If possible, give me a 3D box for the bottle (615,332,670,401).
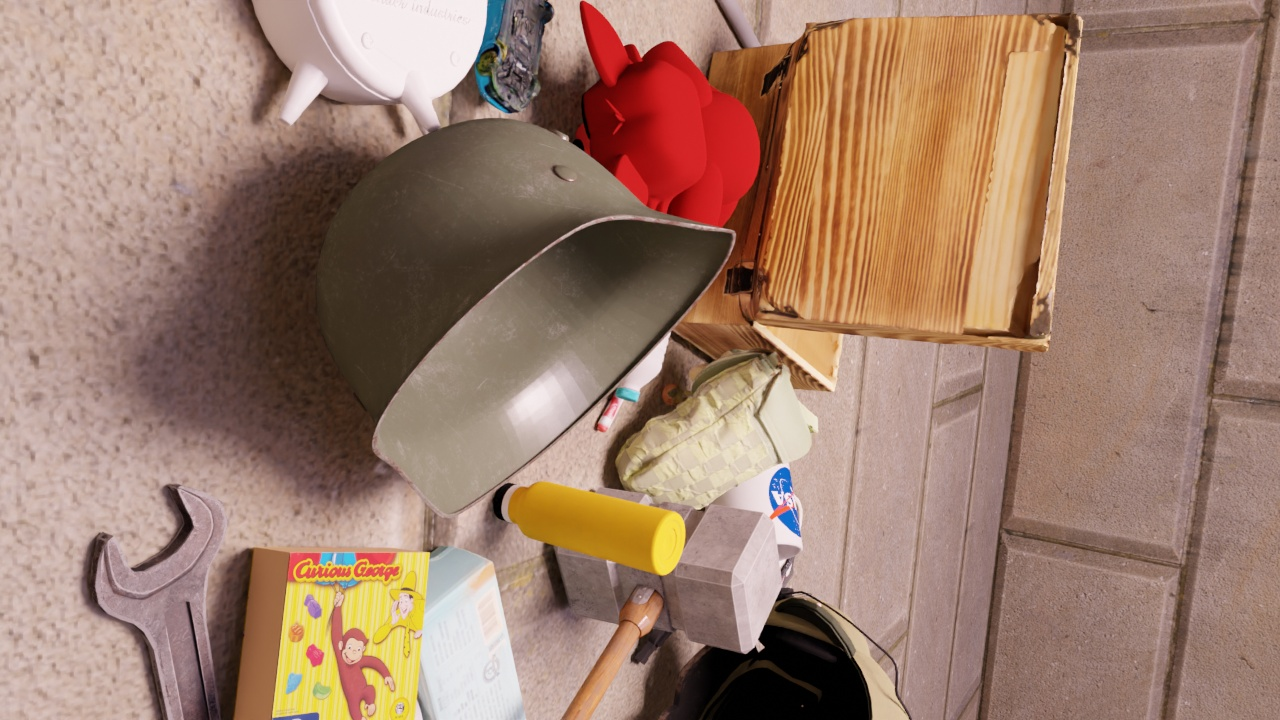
[{"bbox_3d":[0.005,-0.032,0.786,0.044,0.044,0.136,31,70,-56],"label":"bottle"}]

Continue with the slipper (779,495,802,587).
[{"bbox_3d":[0.141,0.216,1.051,0.263,0.063,0.111,3,94,-56],"label":"slipper"}]

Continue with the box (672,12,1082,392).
[{"bbox_3d":[0.217,-0.132,0.825,0.286,0.337,0.279,28,71,-55],"label":"box"}]

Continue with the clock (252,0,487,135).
[{"bbox_3d":[-0.136,-0.204,0.489,0.125,0.073,0.161,-14,109,-57],"label":"clock"}]

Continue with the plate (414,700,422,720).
[{"bbox_3d":[-0.185,0.238,0.534,0.134,0.011,0.134,6,82,-49],"label":"plate"}]

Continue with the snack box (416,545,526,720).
[{"bbox_3d":[-0.127,0.219,0.623,0.074,0.053,0.175,-36,125,-49],"label":"snack box"}]

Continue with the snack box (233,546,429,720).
[{"bbox_3d":[-0.172,0.170,0.513,0.088,0.040,0.125,13,77,-48],"label":"snack box"}]

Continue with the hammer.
[{"bbox_3d":[-0.027,0.223,0.652,0.316,0.163,0.083,-49,136,-50],"label":"hammer"}]

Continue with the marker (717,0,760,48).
[{"bbox_3d":[0.086,-0.336,0.872,0.140,0.016,0.016,39,64,-55],"label":"marker"}]

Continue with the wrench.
[{"bbox_3d":[-0.235,0.197,0.484,0.069,0.010,0.273,-24,117,-54],"label":"wrench"}]

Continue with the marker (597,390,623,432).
[{"bbox_3d":[-0.005,0.005,0.811,0.141,0.013,0.013,-62,143,-29],"label":"marker"}]

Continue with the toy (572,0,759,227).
[{"bbox_3d":[0.010,-0.163,0.689,0.196,0.121,0.158,-6,90,-62],"label":"toy"}]

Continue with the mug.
[{"bbox_3d":[0.119,0.159,0.943,0.121,0.091,0.090,37,42,-55],"label":"mug"}]

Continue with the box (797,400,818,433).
[{"bbox_3d":[0.128,0.075,0.977,0.187,0.082,0.098,30,59,-57],"label":"box"}]

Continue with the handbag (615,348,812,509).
[{"bbox_3d":[0.060,0.058,0.834,0.186,0.117,0.113,-30,131,-1],"label":"handbag"}]

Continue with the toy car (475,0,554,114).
[{"bbox_3d":[-0.086,-0.215,0.607,0.048,0.032,0.105,26,69,-57],"label":"toy car"}]

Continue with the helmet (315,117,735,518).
[{"bbox_3d":[-0.083,-0.043,0.511,0.227,0.154,0.267,-46,174,12],"label":"helmet"}]

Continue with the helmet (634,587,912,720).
[{"bbox_3d":[0.116,0.345,0.831,0.249,0.256,0.233,-59,138,-30],"label":"helmet"}]

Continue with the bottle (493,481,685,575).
[{"bbox_3d":[-0.041,0.114,0.650,0.043,0.144,0.043,-19,113,-55],"label":"bottle"}]
